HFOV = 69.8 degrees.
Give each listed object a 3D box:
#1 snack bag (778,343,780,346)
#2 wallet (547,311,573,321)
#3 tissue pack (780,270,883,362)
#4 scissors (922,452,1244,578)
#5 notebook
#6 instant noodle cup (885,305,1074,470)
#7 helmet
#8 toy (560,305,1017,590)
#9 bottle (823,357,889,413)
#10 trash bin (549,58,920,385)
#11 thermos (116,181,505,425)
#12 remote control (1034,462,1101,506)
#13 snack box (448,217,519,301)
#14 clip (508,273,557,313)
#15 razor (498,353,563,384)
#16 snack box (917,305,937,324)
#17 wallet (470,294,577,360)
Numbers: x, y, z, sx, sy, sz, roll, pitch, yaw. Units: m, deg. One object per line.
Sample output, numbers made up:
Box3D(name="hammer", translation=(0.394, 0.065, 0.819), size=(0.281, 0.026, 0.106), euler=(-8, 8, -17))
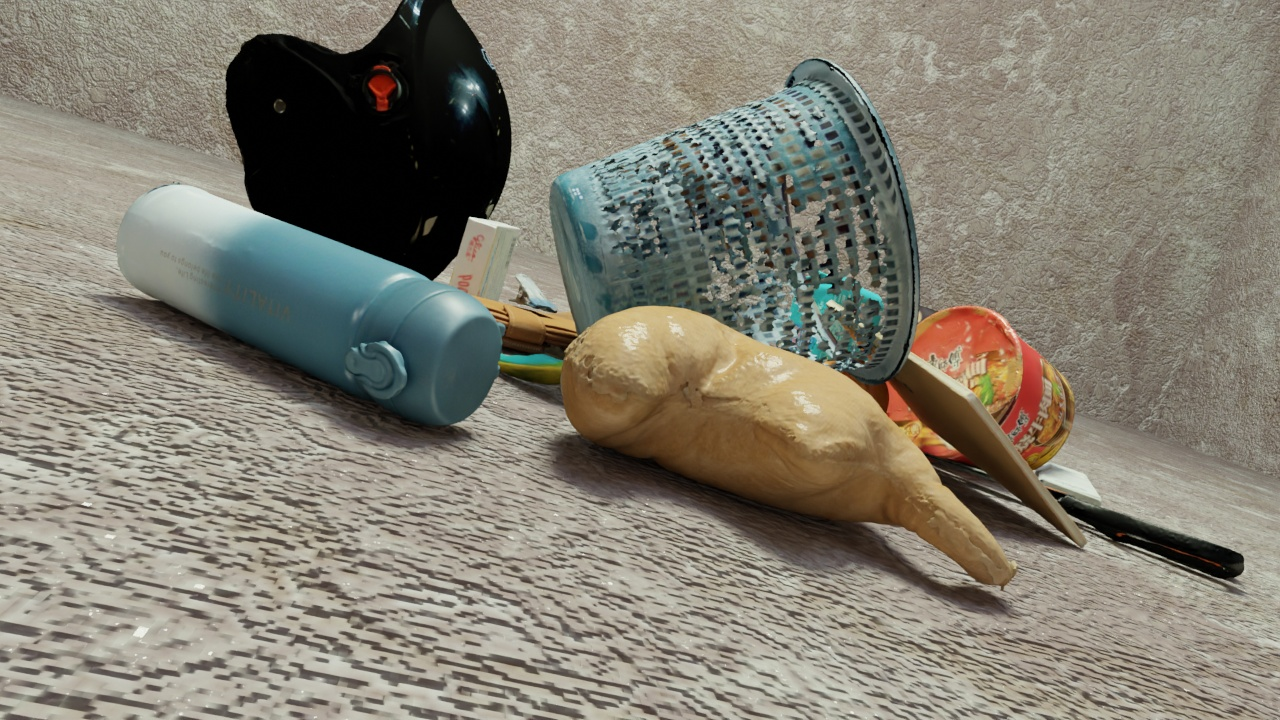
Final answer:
Box3D(name="snack bag", translation=(0.281, 0.013, 1.201), size=(0.208, 0.073, 0.128), euler=(23, 12, 4))
Box3D(name="wallet", translation=(-0.037, -0.026, 0.906), size=(0.101, 0.020, 0.115), euler=(20, 10, 22))
Box3D(name="tissue pack", translation=(0.176, -0.017, 0.866), size=(0.050, 0.133, 0.093), euler=(18, 3, 44))
Box3D(name="scissors", translation=(0.325, 0.113, 0.689), size=(0.161, 0.021, 0.234), euler=(20, -1, -35))
Box3D(name="notebook", translation=(0.214, 0.036, 0.650), size=(0.148, 0.008, 0.207), euler=(46, 4, -22))
Box3D(name="instant noodle cup", translation=(0.298, 0.033, 0.800), size=(0.108, 0.138, 0.138), euler=(22, 3, -32))
Box3D(name="helmet", translation=(-0.229, -0.203, 0.843), size=(0.230, 0.275, 0.233), euler=(42, 8, -10))
Box3D(name="toy", translation=(0.070, 0.036, 0.442), size=(0.226, 0.082, 0.143), euler=(21, 12, 9))
Box3D(name="bottle", translation=(0.179, 0.035, 0.781), size=(0.067, 0.067, 0.149), euler=(19, 1, 18))
Box3D(name="trash bin", translation=(0.047, -0.070, 0.625), size=(0.195, 0.226, 0.226), euler=(-14, 12, -7))
Box3D(name="thermos", translation=(-0.161, -0.030, 0.438), size=(0.221, 0.070, 0.070), euler=(21, 8, 29))
Box3D(name="remote control", translation=(0.360, 0.107, 0.778), size=(0.049, 0.024, 0.124), euler=(19, 8, 21))
Box3D(name="snack box", translation=(-0.142, -0.084, 0.832), size=(0.027, 0.085, 0.156), euler=(18, 7, -2))
Box3D(name="clip", translation=(-0.087, -0.051, 0.744), size=(0.024, 0.026, 0.056), euler=(11, 14, -36))
Box3D(name="razor", translation=(-0.081, -0.005, 0.581), size=(0.133, 0.028, 0.043), euler=(21, -24, 46))
Box3D(name="snack box", translation=(0.284, 0.016, 0.886), size=(0.113, 0.126, 0.053), euler=(14, 8, -21))
Box3D(name="wallet", translation=(-0.100, -0.027, 0.716), size=(0.131, 0.031, 0.108), euler=(14, 6, -19))
